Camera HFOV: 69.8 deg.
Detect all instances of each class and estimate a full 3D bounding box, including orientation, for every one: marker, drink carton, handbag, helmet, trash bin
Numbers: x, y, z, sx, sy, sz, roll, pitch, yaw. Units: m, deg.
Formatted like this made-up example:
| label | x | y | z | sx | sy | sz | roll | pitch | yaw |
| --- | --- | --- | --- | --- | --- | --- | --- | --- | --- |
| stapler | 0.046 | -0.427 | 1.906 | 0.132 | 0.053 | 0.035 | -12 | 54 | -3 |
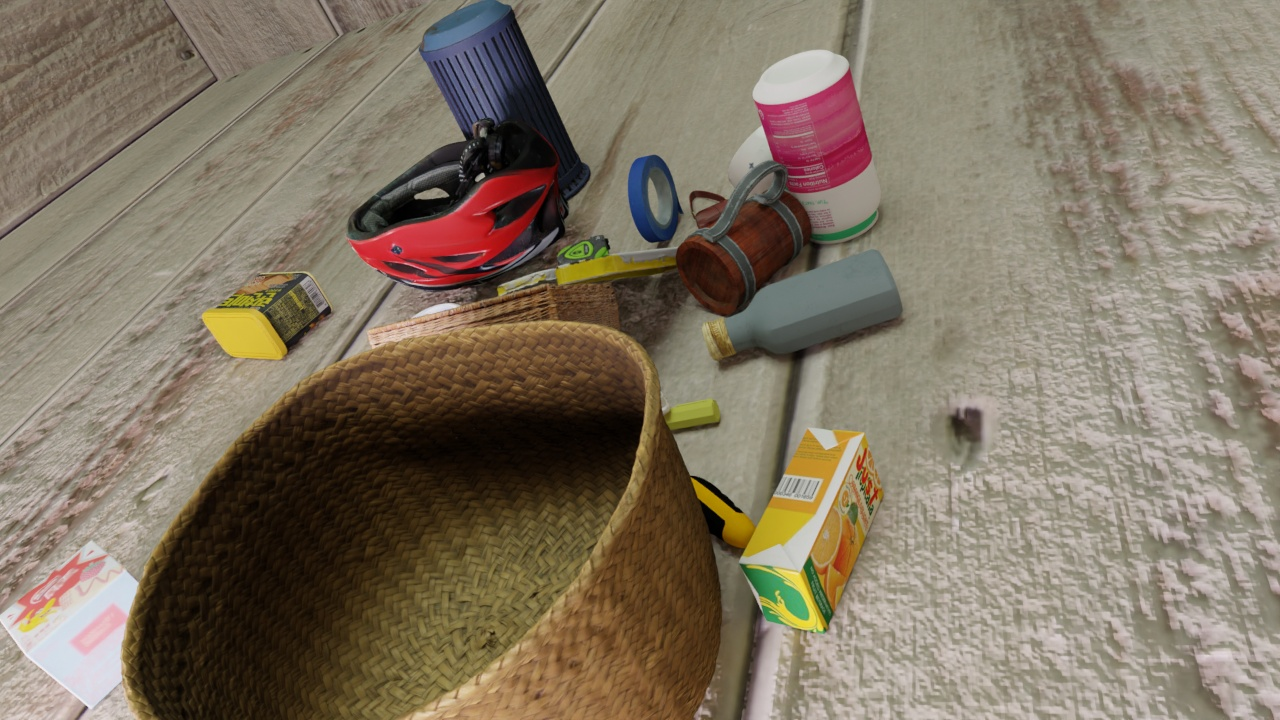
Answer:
| label | x | y | z | sx | sy | sz | roll | pitch | yaw |
| --- | --- | --- | --- | --- | --- | --- | --- | --- | --- |
| marker | 0.005 | 0.051 | 0.761 | 0.124 | 0.017 | 0.021 | -12 | 35 | 22 |
| drink carton | 0.112 | 0.102 | 0.581 | 0.041 | 0.058 | 0.122 | 2 | 42 | 36 |
| handbag | 0.076 | -0.170 | 1.018 | 0.055 | 0.029 | 0.119 | -25 | 28 | -2 |
| helmet | -0.217 | -0.177 | 1.089 | 0.272 | 0.167 | 0.217 | -14 | 35 | 16 |
| trash bin | -0.177 | -0.327 | 1.195 | 0.139 | 0.250 | 0.139 | -18 | 34 | 12 |

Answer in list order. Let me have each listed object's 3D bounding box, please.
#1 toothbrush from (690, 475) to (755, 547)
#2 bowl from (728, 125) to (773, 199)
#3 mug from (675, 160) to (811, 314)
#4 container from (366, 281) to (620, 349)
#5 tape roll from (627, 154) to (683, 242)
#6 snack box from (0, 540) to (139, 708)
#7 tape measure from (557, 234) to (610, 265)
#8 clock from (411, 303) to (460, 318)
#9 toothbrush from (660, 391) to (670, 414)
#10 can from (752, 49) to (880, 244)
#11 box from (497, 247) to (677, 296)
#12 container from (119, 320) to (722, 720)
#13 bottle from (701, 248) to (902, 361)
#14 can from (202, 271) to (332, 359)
| label | x | y | z | sx | sy | sz | roll | pitch | yaw |
| --- | --- | --- | --- | --- | --- | --- | --- | --- | --- |
| toothbrush | 0.019 | 0.087 | 0.687 | 0.030 | 0.031 | 0.197 | -35 | 36 | -19 |
| bowl | 0.147 | -0.202 | 0.952 | 0.104 | 0.105 | 0.054 | -33 | 71 | -12 |
| mug | 0.098 | -0.118 | 0.849 | 0.110 | 0.117 | 0.081 | -38 | 53 | -25 |
| container | -0.118 | 0.006 | 0.785 | 0.199 | 0.112 | 0.113 | -11 | 1 | 24 |
| tape roll | 0.015 | -0.176 | 1.003 | 0.016 | 0.091 | 0.092 | -6 | 33 | 27 |
| snack box | -0.470 | 0.222 | 0.785 | 0.095 | 0.079 | 0.092 | 11 | 48 | 43 |
| tape measure | -0.061 | -0.106 | 1.010 | 0.059 | 0.036 | 0.065 | -13 | 31 | 3 |
| clock | -0.204 | -0.013 | 0.963 | 0.088 | 0.052 | 0.125 | -38 | 38 | -20 |
| toothbrush | -0.005 | 0.005 | 0.816 | 0.015 | 0.018 | 0.181 | -25 | 25 | -4 |
| can | 0.169 | -0.198 | 0.862 | 0.088 | 0.166 | 0.088 | -18 | 34 | 12 |
| box | -0.033 | -0.085 | 0.876 | 0.127 | 0.023 | 0.209 | -8 | 5 | 28 |
| container | -0.106 | 0.138 | 0.546 | 0.307 | 0.197 | 0.306 | -15 | 36 | 11 |
| bottle | 0.133 | -0.041 | 0.778 | 0.161 | 0.046 | 0.072 | -19 | 34 | 10 |
| can | -0.484 | -0.061 | 1.197 | 0.131 | 0.072 | 0.100 | 2 | 40 | 36 |
